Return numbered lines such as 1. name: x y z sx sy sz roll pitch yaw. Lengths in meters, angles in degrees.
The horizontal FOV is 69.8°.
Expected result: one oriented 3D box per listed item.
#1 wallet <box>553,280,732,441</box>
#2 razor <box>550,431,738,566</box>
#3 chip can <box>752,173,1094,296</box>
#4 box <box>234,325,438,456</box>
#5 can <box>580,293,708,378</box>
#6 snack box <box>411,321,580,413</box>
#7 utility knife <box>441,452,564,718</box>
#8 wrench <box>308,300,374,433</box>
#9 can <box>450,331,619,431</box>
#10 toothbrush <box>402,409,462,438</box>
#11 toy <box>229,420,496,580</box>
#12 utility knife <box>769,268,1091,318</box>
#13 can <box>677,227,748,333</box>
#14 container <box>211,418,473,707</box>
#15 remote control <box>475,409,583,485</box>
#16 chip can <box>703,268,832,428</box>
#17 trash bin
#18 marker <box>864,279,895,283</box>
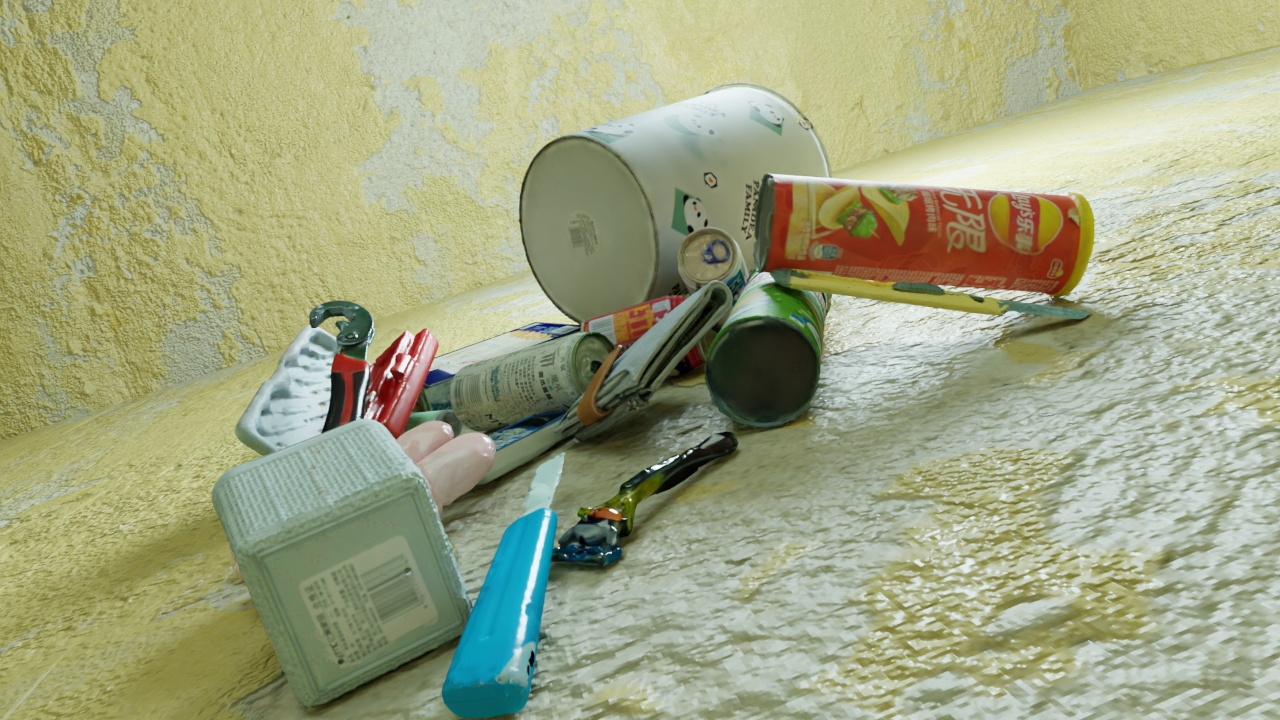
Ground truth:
1. wallet: -0.004 0.004 0.618 0.106 0.037 0.130 -46 4 -32
2. razor: 0.009 0.065 0.479 0.043 0.022 0.142 -5 16 42
3. chip can: 0.189 -0.086 0.631 0.216 0.073 0.073 3 12 0
4. box: -0.261 0.019 0.806 0.110 0.100 0.201 -36 22 16
5. can: 0.005 -0.015 0.758 0.094 0.066 0.066 -16 11 9
6. snack box: -0.153 0.009 0.942 0.182 0.046 0.178 -22 13 -22
7. utility knife: -0.053 0.088 0.430 0.034 0.018 0.234 -21 15 7
8. wrench: -0.242 0.020 0.746 0.056 0.016 0.273 -9 34 -13
9. can: -0.086 0.018 0.732 0.147 0.058 0.058 -14 11 38
10. toothbrush: -0.242 0.065 0.856 0.225 0.026 0.027 -8 54 42
11. toy: -0.162 0.085 0.544 0.159 0.054 0.121 -31 28 -35
12. utility knife: 0.182 -0.040 0.588 0.201 0.021 0.030 13 29 8
13. can: 0.069 -0.066 0.796 0.053 0.053 0.134 -16 -19 9
14. container: -0.136 0.088 0.419 0.089 0.090 0.111 -22 15 -22
15. remote control: -0.089 0.060 0.648 0.049 0.024 0.124 -10 9 34
16. chip can: 0.096 -0.023 0.648 0.072 0.072 0.235 -14 12 16
17. trash bin: 0.032 -0.151 0.923 0.230 0.229 0.251 -6 13 45
18. marker: 0.214 -0.074 0.863 0.018 0.015 0.124 -14 9 -3
